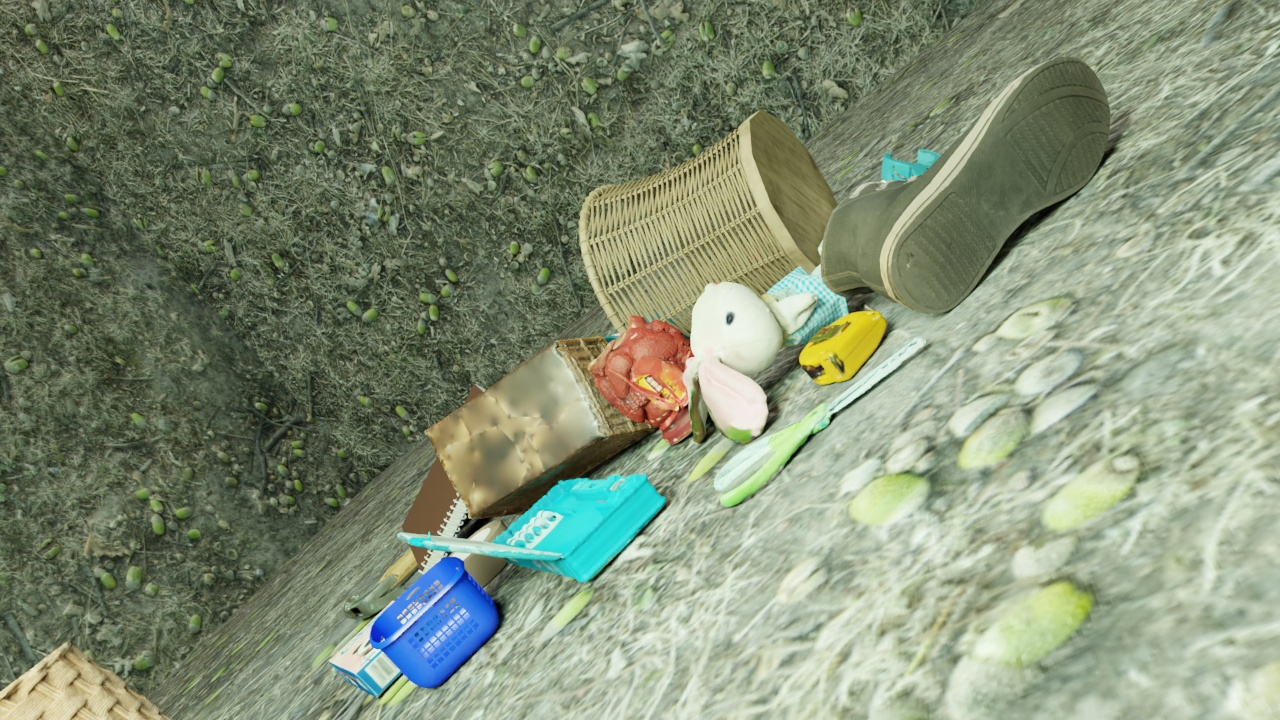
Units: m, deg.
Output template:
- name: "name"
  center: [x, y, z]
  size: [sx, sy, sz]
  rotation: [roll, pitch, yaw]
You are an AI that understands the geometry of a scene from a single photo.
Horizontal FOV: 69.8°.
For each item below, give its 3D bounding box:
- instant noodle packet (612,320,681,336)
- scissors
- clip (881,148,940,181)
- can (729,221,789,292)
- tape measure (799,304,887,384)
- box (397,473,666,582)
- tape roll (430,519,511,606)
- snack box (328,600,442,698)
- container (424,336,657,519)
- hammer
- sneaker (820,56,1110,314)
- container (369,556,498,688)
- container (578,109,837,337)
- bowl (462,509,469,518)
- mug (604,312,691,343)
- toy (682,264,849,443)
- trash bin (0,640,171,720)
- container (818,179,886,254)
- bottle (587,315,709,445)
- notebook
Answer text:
- name: "instant noodle packet"
  center: [-0.074, 0.040, 1.146]
  size: [0.196, 0.090, 0.251]
  rotation: [-39, -4, 40]
- name: "scissors"
  center: [0.120, 0.039, 0.606]
  size: [0.176, 0.033, 0.072]
  rotation: [-42, 4, 9]
- name: "clip"
  center: [0.242, -0.163, 0.821]
  size: [0.113, 0.028, 0.126]
  rotation: [1, 26, 1]
- name: "can"
  center: [0.168, -0.138, 1.137]
  size: [0.067, 0.067, 0.169]
  rotation: [-31, 12, 46]
- name: "tape measure"
  center: [0.148, -0.011, 0.682]
  size: [0.068, 0.030, 0.059]
  rotation: [-43, 11, -27]
- name: "box"
  center: [-0.095, 0.148, 0.761]
  size: [0.180, 0.074, 0.228]
  rotation: [-17, -2, -24]
- name: "tape roll"
  center: [-0.167, 0.203, 0.925]
  size: [0.094, 0.030, 0.093]
  rotation: [-39, 8, 6]
- name: "snack box"
  center: [-0.245, 0.274, 0.886]
  size: [0.087, 0.033, 0.154]
  rotation: [-43, 9, -29]
- name: "container"
  center: [-0.101, 0.070, 0.923]
  size: [0.199, 0.113, 0.112]
  rotation: [-34, -13, 19]
- name: "hammer"
  center: [-0.257, 0.220, 1.238]
  size: [0.329, 0.033, 0.132]
  rotation: [-45, 8, -33]
- name: "sneaker"
  center: [0.238, -0.130, 0.680]
  size: [0.234, 0.095, 0.120]
  rotation: [-49, 19, -7]
- name: "container"
  center: [-0.168, 0.217, 0.757]
  size: [0.096, 0.058, 0.114]
  rotation: [-42, 9, -18]
- name: "container"
  center: [0.084, -0.122, 0.944]
  size: [0.197, 0.227, 0.226]
  rotation: [-26, 14, 31]
- name: "bowl"
  center: [-0.200, 0.161, 1.190]
  size: [0.121, 0.056, 0.121]
  rotation: [-31, 26, 17]
- name: "mug"
  center: [-0.006, 0.006, 1.021]
  size: [0.104, 0.112, 0.085]
  rotation: [-61, -21, -49]
- name: "toy"
  center: [0.103, -0.033, 0.749]
  size: [0.205, 0.105, 0.131]
  rotation: [-43, 12, -14]
- name: "trash bin"
  center: [-0.298, 0.271, 0.520]
  size: [0.151, 0.210, 0.151]
  rotation: [-38, 8, 6]
- name: "container"
  center: [0.227, -0.128, 0.880]
  size: [0.081, 0.049, 0.128]
  rotation: [-34, 10, 34]
- name: "bottle"
  center: [0.014, 0.015, 0.826]
  size: [0.099, 0.111, 0.099]
  rotation: [-44, 3, 3]
- name: "notebook"
  center: [-0.227, 0.141, 1.123]
  size: [0.209, 0.022, 0.172]
  rotation: [-63, 24, -1]
